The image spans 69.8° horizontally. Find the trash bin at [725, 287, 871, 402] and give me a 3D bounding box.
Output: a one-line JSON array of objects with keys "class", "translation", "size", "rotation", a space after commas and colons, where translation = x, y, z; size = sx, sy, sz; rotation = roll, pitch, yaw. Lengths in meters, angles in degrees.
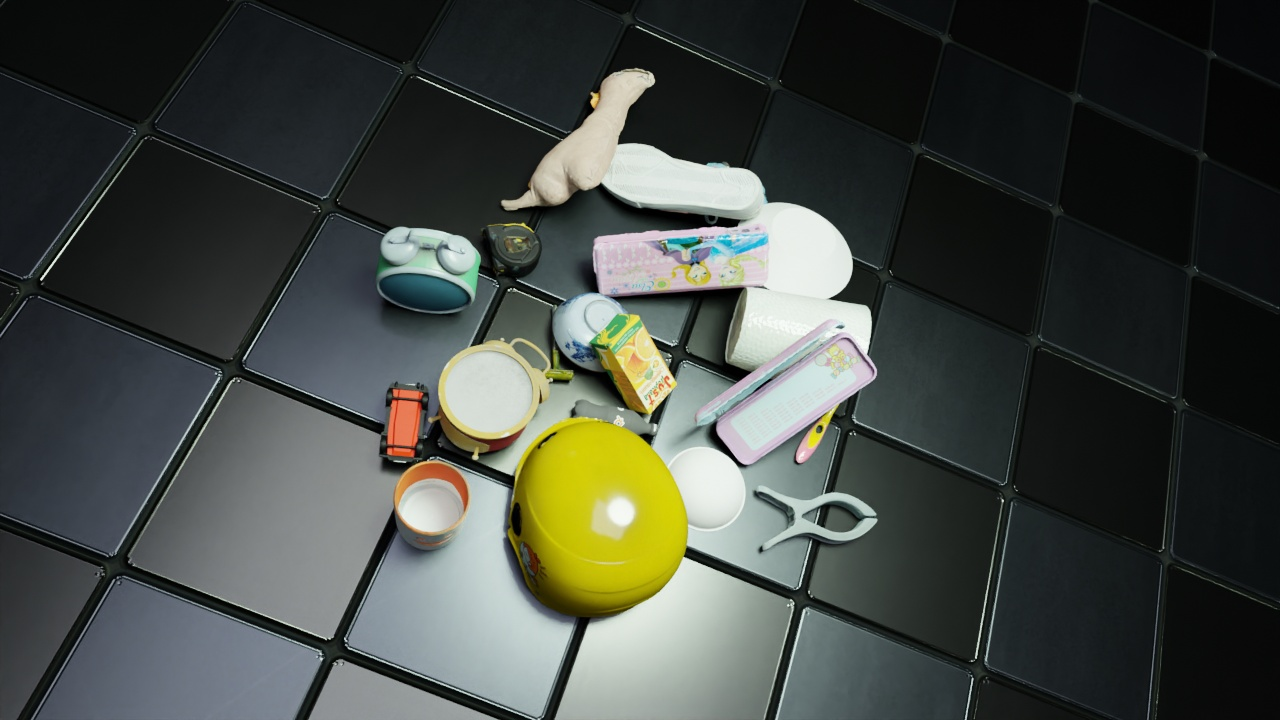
[{"class": "trash bin", "translation": [0.204, -0.028, 1.216], "size": [0.161, 0.133, 0.133], "rotation": [14, 66, -3]}]

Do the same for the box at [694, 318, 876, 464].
[{"class": "box", "translation": [0.177, 0.033, 1.142], "size": [0.214, 0.140, 0.062], "rotation": [-37, 43, 14]}]

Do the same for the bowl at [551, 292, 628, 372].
[{"class": "bowl", "translation": [-0.053, -0.045, 1.186], "size": [0.114, 0.045, 0.114], "rotation": [12, 58, -20]}]

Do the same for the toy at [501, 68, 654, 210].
[{"class": "toy", "translation": [-0.083, -0.316, 1.284], "size": [0.196, 0.065, 0.263], "rotation": [-10, 46, 24]}]

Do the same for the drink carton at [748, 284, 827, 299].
[{"class": "drink carton", "translation": [0.209, -0.114, 1.296], "size": [0.129, 0.039, 0.044], "rotation": [7, 67, -11]}]

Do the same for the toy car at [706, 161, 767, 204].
[{"class": "toy car", "translation": [0.137, -0.254, 1.339], "size": [0.108, 0.028, 0.060], "rotation": [35, 65, 1]}]

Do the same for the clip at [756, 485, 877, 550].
[{"class": "clip", "translation": [0.224, 0.194, 1.185], "size": [0.162, 0.027, 0.090], "rotation": [-5, 69, -17]}]

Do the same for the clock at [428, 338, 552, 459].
[{"class": "clock", "translation": [-0.176, 0.040, 1.117], "size": [0.117, 0.081, 0.158], "rotation": [39, 64, 4]}]

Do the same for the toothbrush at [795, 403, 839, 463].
[{"class": "toothbrush", "translation": [0.246, 0.087, 1.240], "size": [0.021, 0.016, 0.135], "rotation": [38, 67, 1]}]

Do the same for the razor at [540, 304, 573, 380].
[{"class": "razor", "translation": [-0.110, -0.024, 1.192], "size": [0.042, 0.026, 0.105], "rotation": [2, 64, -11]}]

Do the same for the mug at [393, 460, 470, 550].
[{"class": "mug", "translation": [-0.236, 0.166, 1.038], "size": [0.082, 0.105, 0.082], "rotation": [5, 67, -12]}]

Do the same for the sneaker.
[{"class": "sneaker", "translation": [0.057, -0.240, 1.288], "size": [0.242, 0.090, 0.089], "rotation": [14, 84, 17]}]

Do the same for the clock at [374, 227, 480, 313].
[{"class": "clock", "translation": [-0.257, -0.119, 1.114], "size": [0.122, 0.162, 0.075], "rotation": [8, 68, -10]}]

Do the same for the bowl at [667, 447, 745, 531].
[{"class": "bowl", "translation": [0.087, 0.157, 1.157], "size": [0.110, 0.041, 0.109], "rotation": [5, 68, -12]}]

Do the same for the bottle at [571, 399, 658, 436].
[{"class": "bottle", "translation": [-0.032, 0.077, 1.162], "size": [0.110, 0.036, 0.036], "rotation": [13, 66, -9]}]

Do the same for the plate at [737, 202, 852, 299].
[{"class": "plate", "translation": [0.222, -0.165, 1.281], "size": [0.174, 0.036, 0.173], "rotation": [7, 57, -11]}]

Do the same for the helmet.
[{"class": "helmet", "translation": [-0.042, 0.172, 1.050], "size": [0.208, 0.140, 0.240], "rotation": [-14, 82, -19]}]

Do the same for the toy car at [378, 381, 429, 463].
[{"class": "toy car", "translation": [-0.281, 0.075, 1.094], "size": [0.051, 0.049, 0.100], "rotation": [6, 68, -12]}]

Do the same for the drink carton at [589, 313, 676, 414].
[{"class": "drink carton", "translation": [-0.007, 0.007, 1.161], "size": [0.058, 0.041, 0.122], "rotation": [-46, 124, -26]}]

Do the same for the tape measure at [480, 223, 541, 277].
[{"class": "tape measure", "translation": [-0.168, -0.147, 1.215], "size": [0.072, 0.042, 0.071], "rotation": [-13, 69, -21]}]

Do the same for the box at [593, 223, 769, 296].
[{"class": "box", "translation": [0.053, -0.146, 1.235], "size": [0.230, 0.085, 0.090], "rotation": [-4, 35, 0]}]
